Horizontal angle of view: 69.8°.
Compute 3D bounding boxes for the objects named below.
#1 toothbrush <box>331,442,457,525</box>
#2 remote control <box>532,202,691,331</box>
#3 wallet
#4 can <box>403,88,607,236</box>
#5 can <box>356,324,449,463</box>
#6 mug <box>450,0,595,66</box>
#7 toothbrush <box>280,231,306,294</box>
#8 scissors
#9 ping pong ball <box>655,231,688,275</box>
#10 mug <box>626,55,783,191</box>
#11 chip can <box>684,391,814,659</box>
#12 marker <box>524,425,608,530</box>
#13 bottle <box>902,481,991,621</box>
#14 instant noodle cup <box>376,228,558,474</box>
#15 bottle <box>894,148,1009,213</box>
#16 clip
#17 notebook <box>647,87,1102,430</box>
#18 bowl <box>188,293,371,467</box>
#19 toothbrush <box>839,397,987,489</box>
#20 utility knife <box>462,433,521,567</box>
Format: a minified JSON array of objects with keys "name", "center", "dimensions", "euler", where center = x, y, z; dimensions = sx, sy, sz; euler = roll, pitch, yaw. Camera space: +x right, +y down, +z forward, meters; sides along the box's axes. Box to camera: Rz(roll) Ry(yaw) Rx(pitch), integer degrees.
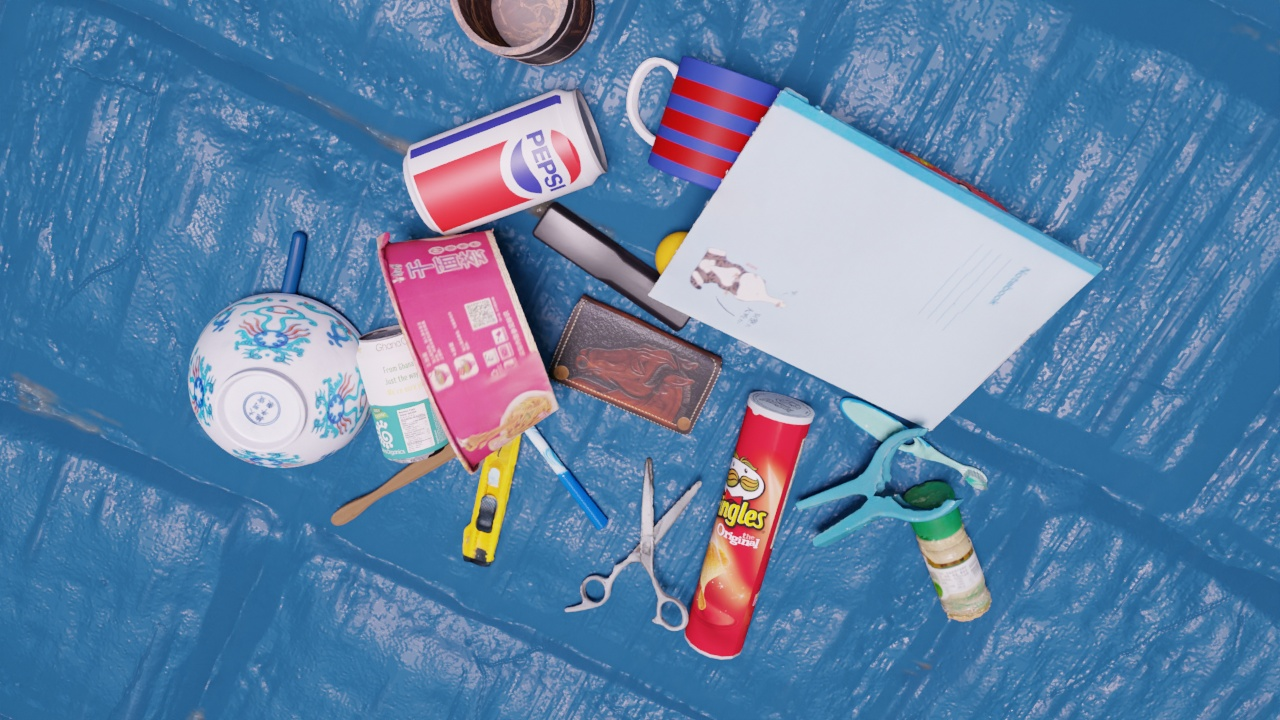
[{"name":"toothbrush","center":[-0.189,0.092,0.762],"dimensions":[0.167,0.016,0.016],"euler":[-31,102,11]},{"name":"remote control","center":[-0.019,-0.070,0.699],"dimensions":[0.136,0.015,0.032],"euler":[34,106,-5]},{"name":"wallet","center":[-0.004,0.004,0.718],"dimensions":[0.123,0.019,0.072],"euler":[24,111,-2]},{"name":"can","center":[-0.096,-0.141,0.657],"dimensions":[0.132,0.070,0.070],"euler":[-18,104,9]},{"name":"can","center":[-0.186,0.026,0.720],"dimensions":[0.055,0.054,0.102],"euler":[-9,105,7]},{"name":"mug","center":[-0.083,-0.254,0.603],"dimensions":[0.080,0.107,0.116],"euler":[-21,103,10]},{"name":"toothbrush","center":[-0.289,-0.023,0.736],"dimensions":[0.014,0.014,0.168],"euler":[17,106,-6]},{"name":"scissors","center":[-0.007,0.159,0.760],"dimensions":[0.162,0.014,0.141],"euler":[-20,87,24]},{"name":"ping pong ball","center":[0.031,-0.076,0.681],"dimensions":[0.040,0.040,0.040],"euler":[1,106,4]},{"name":"mug","center":[0.037,-0.169,0.644],"dimensions":[0.112,0.074,0.076],"euler":[27,108,24]},{"name":"chip can","center":[0.084,0.134,0.731],"dimensions":[0.052,0.051,0.215],"euler":[14,107,1]},{"name":"marker","center":[-0.071,0.081,0.749],"dimensions":[0.013,0.013,0.142],"euler":[-33,101,13]},{"name":"bottle","center":[0.244,0.152,0.729],"dimensions":[0.043,0.043,0.111],"euler":[-22,105,10]},{"name":"instant noodle cup","center":[-0.116,-0.016,0.653],"dimensions":[0.077,0.178,0.179],"euler":[-22,104,-7]},{"name":"bottle","center":[0.225,-0.092,0.649],"dimensions":[0.137,0.062,0.062],"euler":[27,106,-3]},{"name":"clip","center":[0.179,0.084,0.709],"dimensions":[0.130,0.031,0.121],"euler":[-7,86,33]},{"name":"notebook","center":[0.157,-0.056,0.640],"dimensions":[0.253,0.009,0.182],"euler":[25,128,-12]},{"name":"bowl","center":[-0.283,0.027,0.706],"dimensions":[0.144,0.074,0.144],"euler":[-2,109,-5]},{"name":"toothbrush","center":[0.215,0.066,0.718],"dimensions":[0.135,0.017,0.022],"euler":[29,114,-4]},{"name":"utility knife","center":[-0.122,0.102,0.754],"dimensions":[0.030,0.017,0.165],"euler":[13,109,-4]}]
